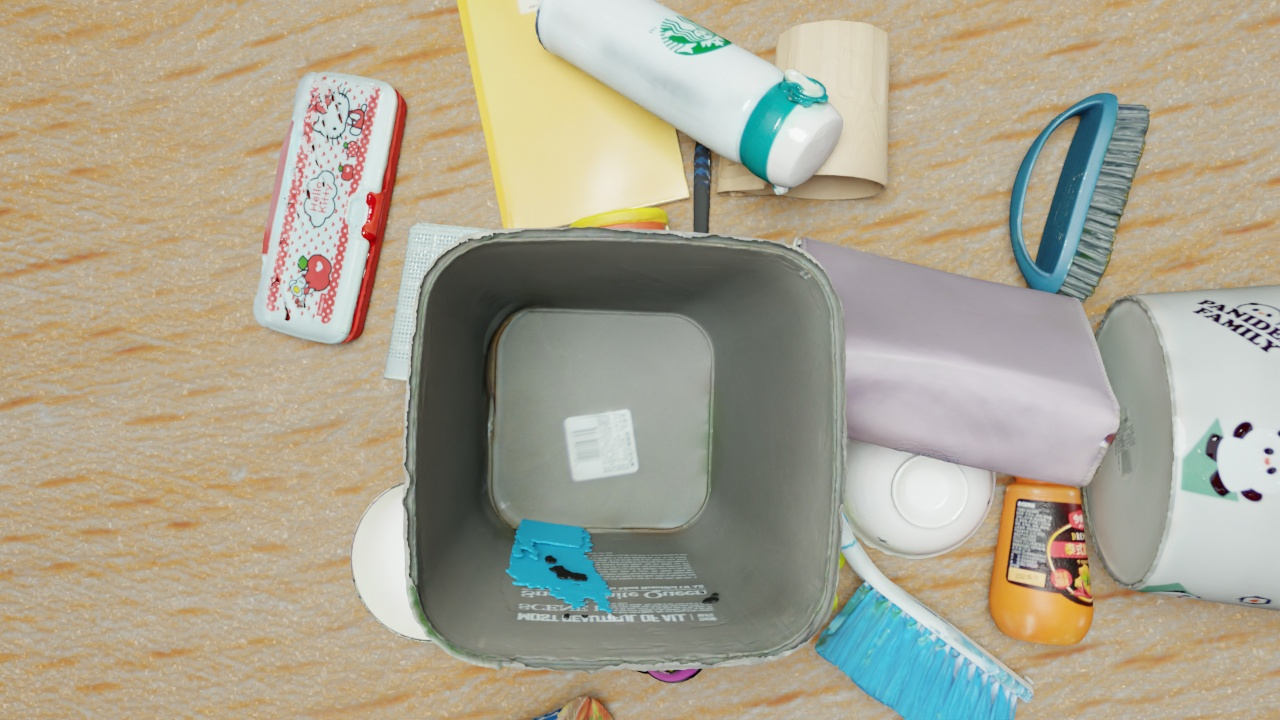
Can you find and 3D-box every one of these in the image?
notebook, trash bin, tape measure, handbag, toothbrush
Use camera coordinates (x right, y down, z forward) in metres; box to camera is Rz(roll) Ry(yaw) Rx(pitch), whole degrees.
[{"bbox_3d":[-0.053,-0.207,0.691,0.146,0.010,0.206,-12,89,6],"label":"notebook"},{"bbox_3d":[-0.015,0.042,0.510,0.199,0.220,0.198,2,89,-6],"label":"trash bin"},{"bbox_3d":[0.024,0.205,0.673,0.058,0.039,0.057,8,92,11],"label":"tape measure"},{"bbox_3d":[0.185,0.004,0.595,0.197,0.144,0.099,12,120,4],"label":"handbag"},{"bbox_3d":[0.045,-0.134,0.679,0.014,0.016,0.189,2,92,11],"label":"toothbrush"},{"bbox_3d":[0.420,0.051,0.547,0.252,0.229,0.229,2,91,12],"label":"trash bin"}]

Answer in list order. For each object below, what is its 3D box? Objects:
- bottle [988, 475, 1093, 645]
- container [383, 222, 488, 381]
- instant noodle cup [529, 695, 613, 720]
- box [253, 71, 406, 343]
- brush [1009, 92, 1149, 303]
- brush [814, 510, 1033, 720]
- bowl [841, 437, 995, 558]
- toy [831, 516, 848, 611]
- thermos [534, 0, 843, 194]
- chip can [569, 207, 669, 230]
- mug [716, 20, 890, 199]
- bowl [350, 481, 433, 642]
[{"bbox_3d":[0.279,0.118,0.637,0.067,0.067,0.149,3,84,6],"label":"bottle"},{"bbox_3d":[-0.125,-0.036,0.662,0.090,0.090,0.111,5,88,6],"label":"container"},{"bbox_3d":[-0.075,0.321,0.636,0.111,0.151,0.151,-18,89,14],"label":"instant noodle cup"},{"bbox_3d":[-0.237,-0.115,0.693,0.087,0.047,0.201,12,93,6],"label":"box"},{"bbox_3d":[0.295,-0.115,0.632,0.073,0.055,0.144,17,93,4],"label":"brush"},{"bbox_3d":[0.150,0.158,0.631,0.314,0.060,0.109,37,87,-8],"label":"brush"},{"bbox_3d":[0.196,0.086,0.641,0.118,0.064,0.118,0,90,6],"label":"bowl"},{"bbox_3d":[0.115,0.138,0.667,0.096,0.031,0.100,40,98,2],"label":"toy"},{"bbox_3d":[0.030,-0.190,0.604,0.224,0.073,0.073,38,94,24],"label":"thermos"},{"bbox_3d":[-0.004,0.004,0.658,0.073,0.073,0.216,-6,91,6],"label":"chip can"},{"bbox_3d":[0.114,-0.171,0.646,0.125,0.084,0.103,3,89,32],"label":"mug"},{"bbox_3d":[-0.146,0.141,0.676,0.116,0.066,0.116,0,90,5],"label":"bowl"}]
